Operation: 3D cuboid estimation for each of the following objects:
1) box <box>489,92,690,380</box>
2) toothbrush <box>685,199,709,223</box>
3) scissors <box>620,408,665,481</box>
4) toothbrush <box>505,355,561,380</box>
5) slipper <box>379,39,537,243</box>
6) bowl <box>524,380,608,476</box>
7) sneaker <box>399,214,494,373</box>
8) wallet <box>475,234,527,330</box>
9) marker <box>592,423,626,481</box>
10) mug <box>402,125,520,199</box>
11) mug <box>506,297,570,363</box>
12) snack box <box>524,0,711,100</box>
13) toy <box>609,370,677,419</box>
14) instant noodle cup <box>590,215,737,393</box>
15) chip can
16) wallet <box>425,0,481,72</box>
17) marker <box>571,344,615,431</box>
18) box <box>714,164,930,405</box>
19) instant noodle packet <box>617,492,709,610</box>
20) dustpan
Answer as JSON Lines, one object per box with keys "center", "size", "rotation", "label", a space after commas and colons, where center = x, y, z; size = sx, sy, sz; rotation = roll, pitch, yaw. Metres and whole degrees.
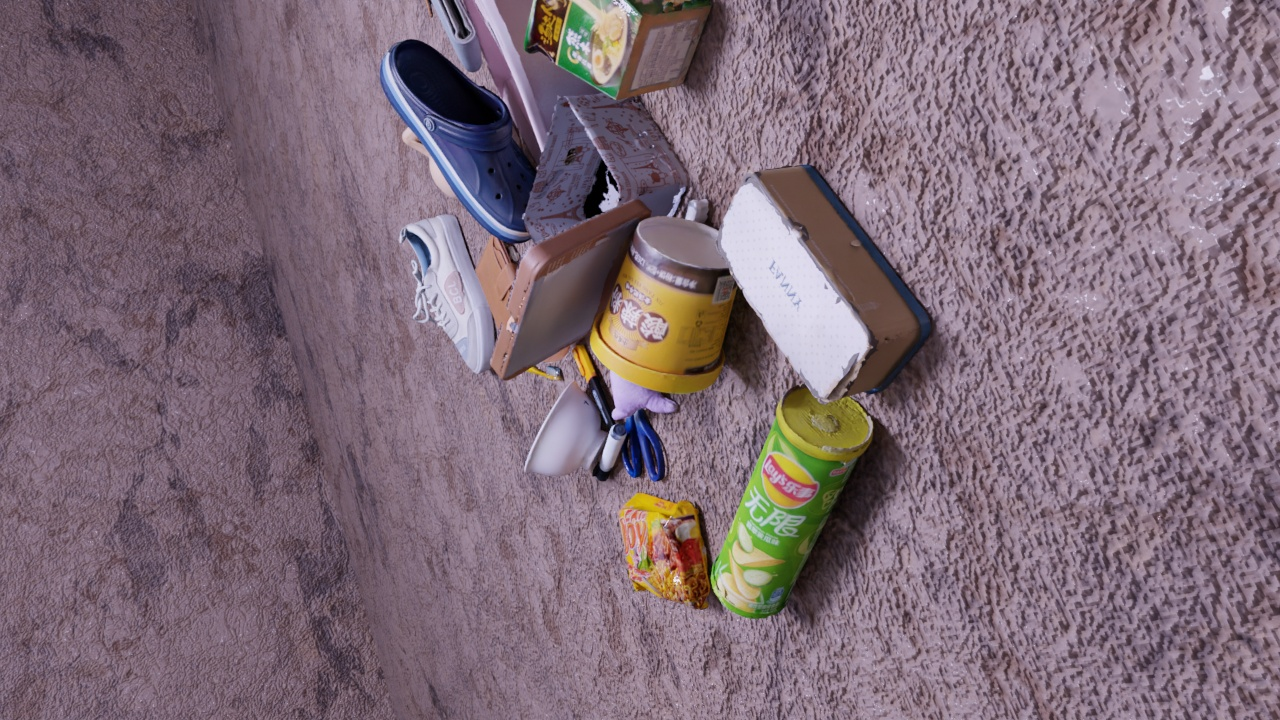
{"center": [-0.075, -0.126, 0.849], "size": [0.156, 0.226, 0.181], "rotation": [48, 145, 15], "label": "box"}
{"center": [0.038, -0.071, 0.847], "size": [0.016, 0.016, 0.180], "rotation": [54, 146, 38], "label": "toothbrush"}
{"center": [-0.011, 0.050, 0.985], "size": [0.171, 0.012, 0.141], "rotation": [65, 149, 23], "label": "scissors"}
{"center": [-0.150, 0.004, 1.204], "size": [0.191, 0.016, 0.018], "rotation": [16, 104, 57], "label": "toothbrush"}
{"center": [-0.179, -0.251, 1.010], "size": [0.253, 0.104, 0.095], "rotation": [52, 138, -9], "label": "slipper"}
{"center": [-0.075, 0.089, 1.044], "size": [0.065, 0.118, 0.119], "rotation": [28, 136, 5], "label": "bowl"}
{"center": [-0.280, -0.093, 1.314], "size": [0.090, 0.090, 0.242], "rotation": [-36, 71, 60], "label": "sneaker"}
{"center": [-0.175, -0.088, 1.195], "size": [0.131, 0.031, 0.108], "rotation": [66, 151, 16], "label": "wallet"}
{"center": [-0.035, 0.104, 1.018], "size": [0.131, 0.022, 0.018], "rotation": [109, 160, -59], "label": "marker"}
{"center": [-0.218, -0.259, 1.112], "size": [0.104, 0.124, 0.084], "rotation": [-12, 52, 59], "label": "mug"}
{"center": [-0.095, -0.062, 1.026], "size": [0.078, 0.078, 0.123], "rotation": [63, 143, 23], "label": "mug"}
{"center": [-0.013, -0.280, 0.760], "size": [0.105, 0.118, 0.118], "rotation": [50, 143, 22], "label": "snack box"}
{"center": [-0.005, 0.005, 0.928], "size": [0.084, 0.038, 0.108], "rotation": [-7, 92, 37], "label": "toy"}
{"center": [0.027, -0.051, 0.778], "size": [0.118, 0.118, 0.115], "rotation": [49, 133, 40], "label": "instant noodle cup"}
{"center": [0.114, 0.121, 0.734], "size": [0.072, 0.072, 0.222], "rotation": [52, 143, 37], "label": "chip can"}
{"center": [-0.201, -0.362, 0.952], "size": [0.106, 0.037, 0.129], "rotation": [64, 177, -8], "label": "wallet"}
{"center": [-0.051, 0.033, 1.033], "size": [0.123, 0.015, 0.018], "rotation": [65, 152, 28], "label": "marker"}
{"center": [0.127, -0.052, 0.656], "size": [0.184, 0.059, 0.090], "rotation": [60, 148, 24], "label": "box"}
{"center": [0.022, 0.197, 0.958], "size": [0.129, 0.044, 0.111], "rotation": [-6, 92, 61], "label": "instant noodle packet"}
{"center": [-0.141, -0.292, 0.938], "size": [0.222, 0.138, 0.274], "rotation": [60, 147, 27], "label": "dustpan"}
